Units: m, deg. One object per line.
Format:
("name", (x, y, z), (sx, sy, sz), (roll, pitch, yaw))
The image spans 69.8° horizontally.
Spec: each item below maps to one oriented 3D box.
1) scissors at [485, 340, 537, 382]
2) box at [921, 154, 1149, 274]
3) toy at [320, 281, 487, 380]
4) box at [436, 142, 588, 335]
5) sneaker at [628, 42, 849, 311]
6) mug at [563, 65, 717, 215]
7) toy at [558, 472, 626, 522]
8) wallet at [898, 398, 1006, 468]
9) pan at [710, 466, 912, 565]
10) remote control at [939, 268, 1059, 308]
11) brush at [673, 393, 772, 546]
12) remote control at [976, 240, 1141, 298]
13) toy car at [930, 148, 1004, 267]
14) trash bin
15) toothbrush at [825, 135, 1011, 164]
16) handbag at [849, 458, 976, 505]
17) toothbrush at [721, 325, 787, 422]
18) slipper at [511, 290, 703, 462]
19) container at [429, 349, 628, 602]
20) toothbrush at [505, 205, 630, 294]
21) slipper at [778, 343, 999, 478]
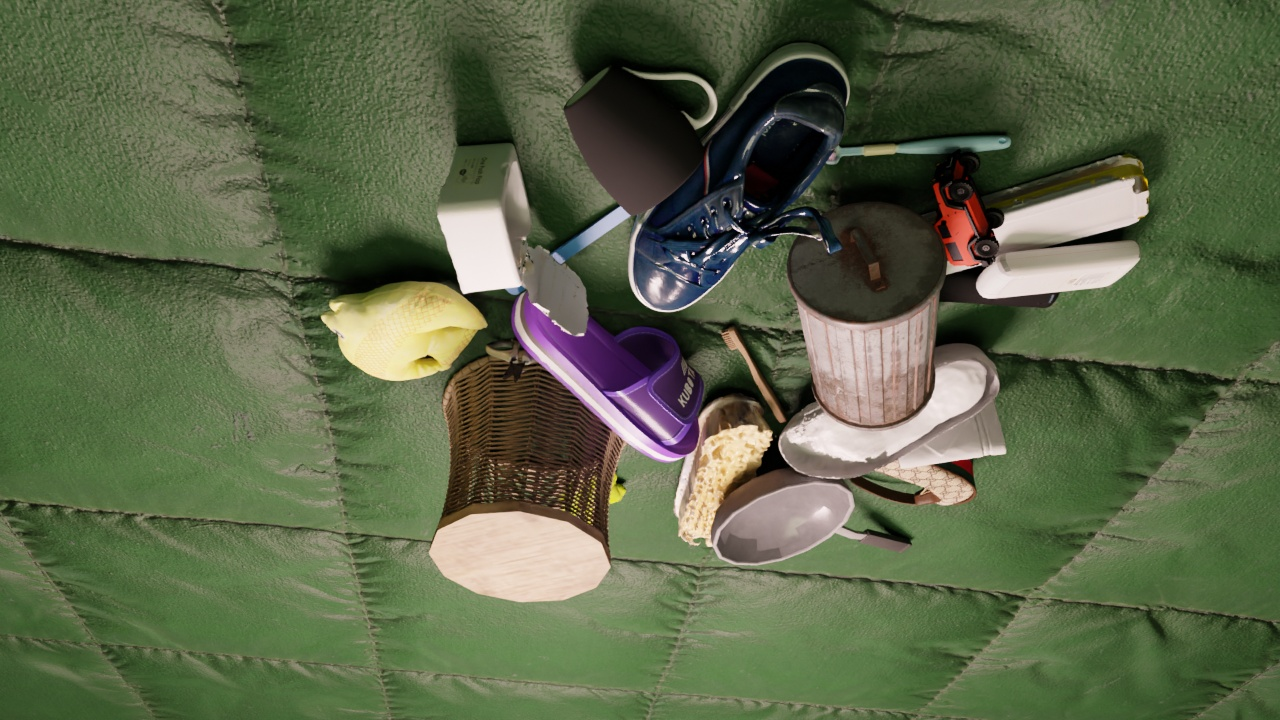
("scissors", (-0.131, 0.000, 0.916), (0.132, 0.169, 0.012), (9, 105, 27))
("box", (0.341, -0.125, 0.824), (0.210, 0.033, 0.064), (-15, 138, 20))
("toy", (-0.248, -0.029, 0.945), (0.154, 0.064, 0.171), (15, 145, -31))
("box", (-0.117, -0.097, 0.819), (0.083, 0.110, 0.190), (-15, 132, 18))
("sneaker", (0.079, -0.117, 0.781), (0.120, 0.127, 0.296), (22, 137, -18))
("mug", (0.002, -0.193, 0.740), (0.119, 0.085, 0.100), (-42, 111, 3))
("toy", (-0.065, 0.176, 1.185), (0.094, 0.036, 0.094), (-13, 130, 13))
("wallet", (0.336, 0.073, 1.009), (0.116, 0.086, 0.032), (-12, 142, 10))
("pan", (0.233, 0.206, 1.161), (0.356, 0.041, 0.179), (19, 128, -38))
("remote control", (0.332, -0.069, 0.895), (0.152, 0.020, 0.041), (2, 137, 1))
("brush", (0.096, 0.139, 1.114), (0.083, 0.056, 0.272), (0, 140, -9))
("remote control", (0.385, -0.083, 0.848), (0.138, 0.025, 0.060), (-6, 160, -4))
("toy car", (0.272, -0.125, 0.778), (0.049, 0.051, 0.100), (-12, 126, 38))
("trash bin", (0.208, -0.038, 0.838), (0.131, 0.130, 0.211), (-8, 146, 12))
("toothbrush", (0.234, -0.181, 0.778), (0.155, 0.022, 0.016), (-2, 180, 6))
("handbag", (0.312, 0.131, 1.098), (0.166, 0.063, 0.139), (23, 144, -23))
("toothbrush", (0.128, 0.018, 1.009), (0.016, 0.016, 0.167), (-18, 134, 21))
("slipper", (-0.006, 0.006, 0.942), (0.084, 0.107, 0.266), (-31, 124, 30))
("container", (-0.121, 0.134, 1.017), (0.227, 0.195, 0.227), (2, 139, 1))
("toothbrush", (-0.068, -0.110, 0.881), (0.167, 0.014, 0.016), (-31, 127, 27))
("slipper", (0.261, 0.052, 0.991), (0.247, 0.074, 0.112), (-29, 88, 24))
